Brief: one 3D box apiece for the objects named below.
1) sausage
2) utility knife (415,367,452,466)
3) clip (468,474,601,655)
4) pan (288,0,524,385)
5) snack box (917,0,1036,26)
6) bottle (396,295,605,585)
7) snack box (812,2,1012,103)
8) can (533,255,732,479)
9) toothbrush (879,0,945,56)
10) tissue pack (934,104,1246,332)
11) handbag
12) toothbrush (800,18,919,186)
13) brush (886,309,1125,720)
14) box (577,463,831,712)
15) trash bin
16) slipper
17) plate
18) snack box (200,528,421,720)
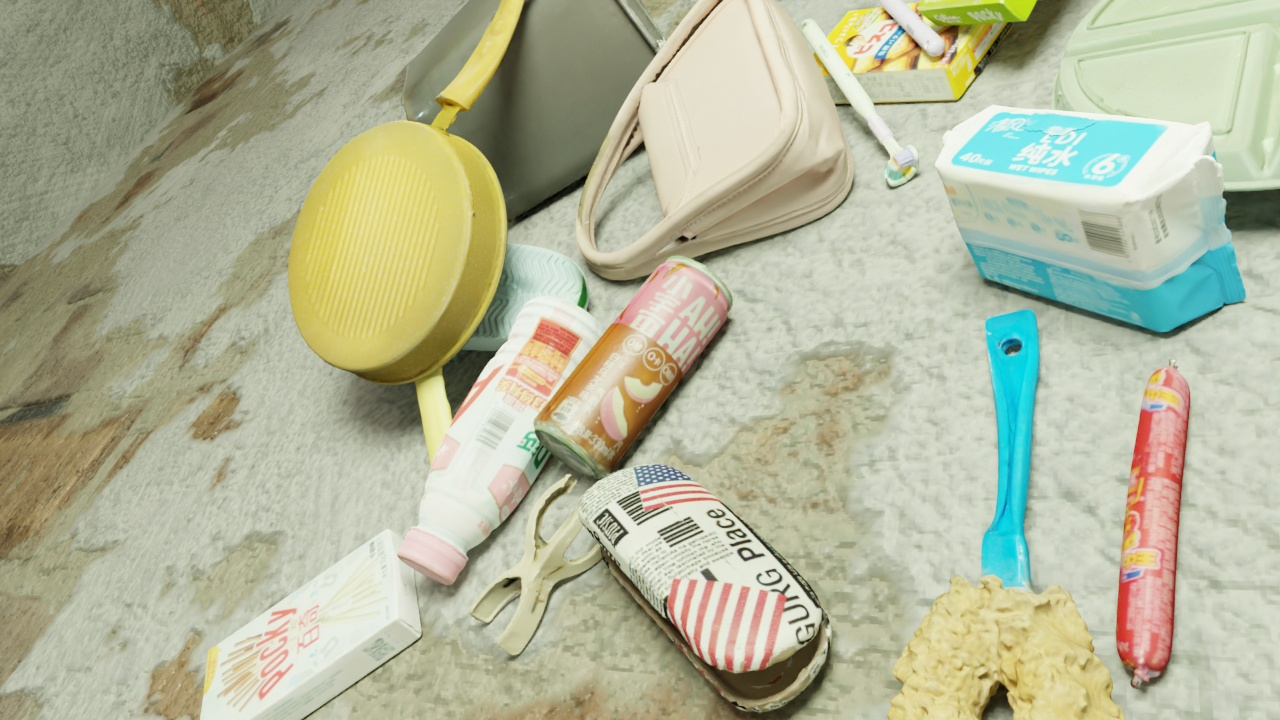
[{"bbox_3d":[0.209,0.060,0.374,0.020,0.020,0.155,-3,48,38],"label":"sausage"},{"bbox_3d":[-0.147,0.037,0.660,0.031,0.019,0.176,-29,62,18],"label":"utility knife"},{"bbox_3d":[-0.049,0.118,0.520,0.077,0.034,0.103,11,62,47],"label":"clip"},{"bbox_3d":[-0.156,-0.155,0.704,0.198,0.078,0.357,14,88,33],"label":"pan"},{"bbox_3d":[0.256,-0.302,0.614,0.156,0.026,0.086,-63,28,4],"label":"snack box"},{"bbox_3d":[-0.091,0.051,0.605,0.068,0.068,0.196,4,57,43],"label":"bottle"},{"bbox_3d":[0.197,-0.235,0.699,0.141,0.034,0.086,15,60,50],"label":"snack box"},{"bbox_3d":[-0.003,0.003,0.584,0.058,0.058,0.147,15,61,48],"label":"can"},{"bbox_3d":[0.191,-0.271,0.700,0.021,0.029,0.189,2,38,-11],"label":"toothbrush"},{"bbox_3d":[0.219,-0.075,0.454,0.063,0.090,0.140,-46,36,-10],"label":"tissue pack"},{"bbox_3d":[0.034,-0.153,0.698,0.235,0.093,0.193,-33,48,27],"label":"handbag"},{"bbox_3d":[0.153,-0.195,0.664,0.029,0.020,0.189,-52,41,36],"label":"toothbrush"},{"bbox_3d":[0.159,0.069,0.397,0.083,0.046,0.253,-15,38,35],"label":"brush"},{"bbox_3d":[0.024,0.093,0.447,0.075,0.076,0.163,-38,32,-10],"label":"box"},{"bbox_3d":[-0.088,-0.268,0.859,0.220,0.198,0.198,-35,34,16],"label":"trash bin"},{"bbox_3d":[-0.151,-0.048,0.747,0.246,0.074,0.104,2,76,22],"label":"slipper"},{"bbox_3d":[0.332,-0.172,0.470,0.231,0.027,0.229,-21,40,19],"label":"plate"},{"bbox_3d":[-0.214,0.184,0.593,0.157,0.027,0.084,-34,36,4],"label":"snack box"}]
